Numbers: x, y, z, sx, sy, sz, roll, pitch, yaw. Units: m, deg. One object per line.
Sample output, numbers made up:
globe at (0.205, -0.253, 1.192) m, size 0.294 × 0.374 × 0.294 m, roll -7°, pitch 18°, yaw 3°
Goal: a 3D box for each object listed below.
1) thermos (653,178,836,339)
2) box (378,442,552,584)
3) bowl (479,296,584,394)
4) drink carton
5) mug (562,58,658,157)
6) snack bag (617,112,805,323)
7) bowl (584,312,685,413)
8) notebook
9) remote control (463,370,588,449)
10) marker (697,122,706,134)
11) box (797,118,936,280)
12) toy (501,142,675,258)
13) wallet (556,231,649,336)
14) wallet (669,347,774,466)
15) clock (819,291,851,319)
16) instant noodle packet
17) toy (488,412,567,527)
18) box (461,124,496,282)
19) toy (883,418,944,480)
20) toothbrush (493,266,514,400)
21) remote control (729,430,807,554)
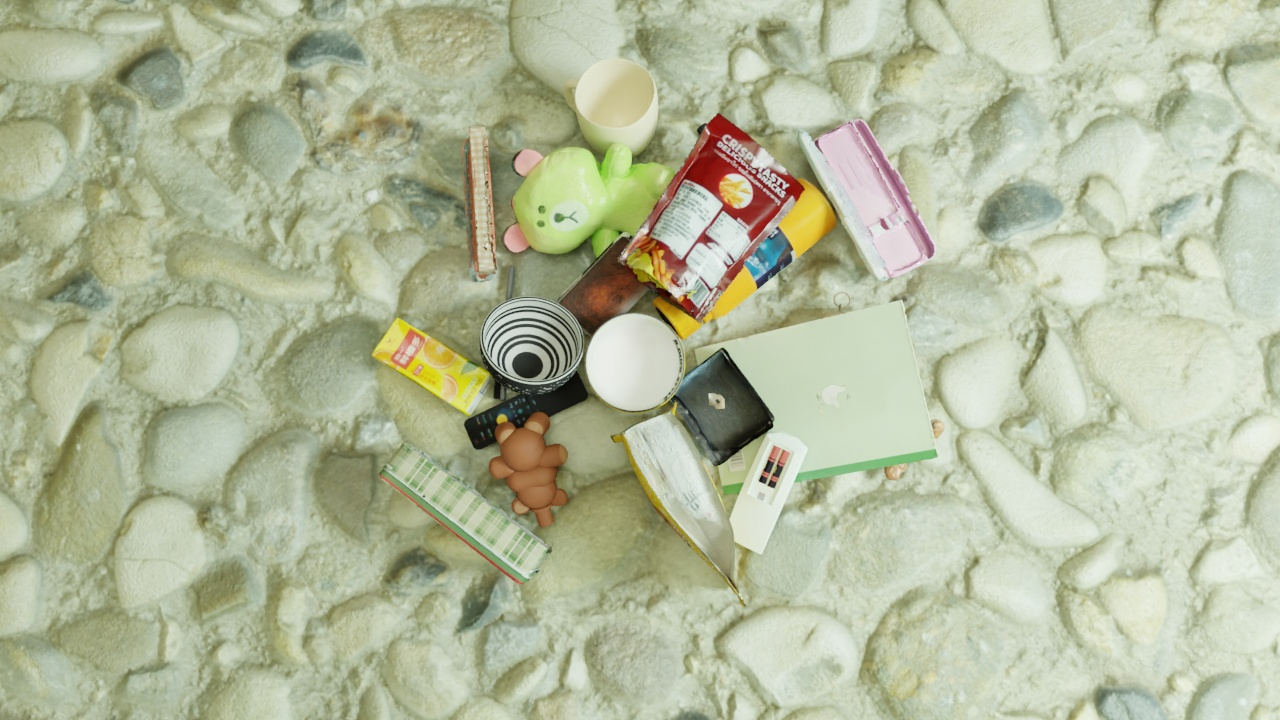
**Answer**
thermos at (0.118, -0.123, 1.103) m, size 0.232 × 0.076 × 0.091 m, roll -39°, pitch 55°, yaw -4°
box at (-0.195, 0.174, 1.044) m, size 0.205 × 0.118 × 0.051 m, roll 37°, pitch 79°, yaw 3°
bowl at (-0.131, -0.008, 1.084) m, size 0.120 × 0.067 × 0.120 m, roll 6°, pitch 58°, yaw -10°
drink carton at (-0.249, 0.007, 1.103) m, size 0.134 × 0.043 × 0.058 m, roll 31°, pitch 81°, yaw 4°
mug at (-0.037, -0.301, 1.113) m, size 0.120 × 0.100 × 0.096 m, roll 23°, pitch 77°, yaw 10°
snack bag at (0.082, -0.159, 1.036) m, size 0.139 × 0.067 × 0.208 m, roll 37°, pitch 86°, yaw -9°
bowl at (-0.006, 0.006, 1.087) m, size 0.117 × 0.068 × 0.117 m, roll 0°, pitch 82°, yaw 1°
notebook at (0.196, 0.047, 1.063) m, size 0.253 × 0.010 × 0.182 m, roll -14°, pitch 82°, yaw 21°
remote control at (-0.138, 0.060, 1.106) m, size 0.152 × 0.020 × 0.041 m, roll -25°, pitch 84°, yaw -2°
marker at (0.112, -0.245, 1.143) m, size 0.017 × 0.021 × 0.124 m, roll -35°, pitch 82°, yaw -5°
box at (0.263, -0.190, 1.112) m, size 0.146 × 0.077 × 0.201 m, roll -22°, pitch 81°, yaw -34°
toy at (-0.059, -0.192, 1.100) m, size 0.197 × 0.107 × 0.150 m, roll 12°, pitch 123°, yaw 4°
wallet at (-0.035, -0.087, 1.090) m, size 0.072 × 0.019 × 0.123 m, roll 41°, pitch 112°, yaw -13°
wallet at (0.095, 0.055, 1.082) m, size 0.089 × 0.026 × 0.115 m, roll -38°, pitch 74°, yaw 16°
clock at (0.233, -0.014, 1.094) m, size 0.093 × 0.054 × 0.140 m, roll 10°, pitch 85°, yaw 2°
instant noodle packet at (0.057, 0.163, 1.018) m, size 0.084 × 0.163 × 0.221 m, roll -29°, pitch 83°, yaw -5°
toy at (-0.126, 0.131, 1.078) m, size 0.095 × 0.065 × 0.128 m, roll -13°, pitch 106°, yaw 6°
box at (-0.195, -0.190, 1.115) m, size 0.041 × 0.083 × 0.186 m, roll -3°, pitch 80°, yaw -11°
toy at (0.301, 0.073, 1.071) m, size 0.074 × 0.085 × 0.106 m, roll -29°, pitch 73°, yaw -25°
toothbrush at (-0.164, -0.034, 1.122) m, size 0.013 × 0.013 × 0.167 m, roll 4°, pitch 82°, yaw 9°
remote control at (0.144, 0.151, 1.062) m, size 0.049 × 0.024 × 0.143 m, roll 25°, pitch 100°, yaw 20°
